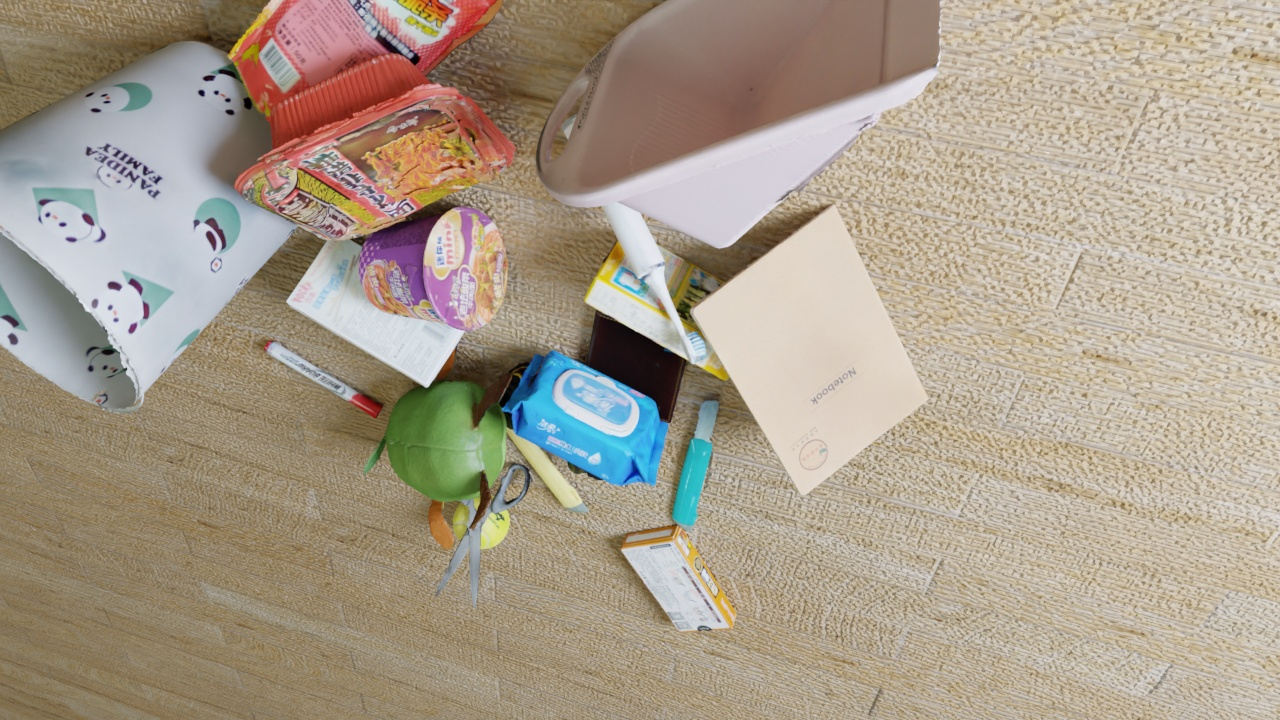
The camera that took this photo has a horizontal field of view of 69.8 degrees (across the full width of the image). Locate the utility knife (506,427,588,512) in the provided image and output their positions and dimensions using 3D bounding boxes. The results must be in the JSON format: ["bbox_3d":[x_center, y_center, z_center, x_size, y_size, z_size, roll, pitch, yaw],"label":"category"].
[{"bbox_3d":[-0.111,0.111,1.014,0.031,0.018,0.165,-22,118,28],"label":"utility knife"}]

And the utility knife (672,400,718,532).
[{"bbox_3d":[0.058,0.112,0.952,0.029,0.013,0.206,18,134,9],"label":"utility knife"}]

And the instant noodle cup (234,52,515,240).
[{"bbox_3d":[-0.209,-0.172,0.732,0.189,0.164,0.079,-21,80,6],"label":"instant noodle cup"}]

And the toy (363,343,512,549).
[{"bbox_3d":[-0.198,0.082,0.940,0.247,0.089,0.227,2,88,52],"label":"toy"}]

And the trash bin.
[{"bbox_3d":[-0.419,-0.123,0.767,0.230,0.251,0.230,21,142,17],"label":"trash bin"}]

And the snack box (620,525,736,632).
[{"bbox_3d":[0.046,0.257,1.065,0.075,0.026,0.154,-15,120,31],"label":"snack box"}]

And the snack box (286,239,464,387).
[{"bbox_3d":[-0.253,-0.049,0.898,0.157,0.084,0.027,31,169,-4],"label":"snack box"}]

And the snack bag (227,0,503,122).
[{"bbox_3d":[-0.221,-0.262,0.721,0.208,0.073,0.128,-33,121,25],"label":"snack bag"}]

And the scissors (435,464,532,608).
[{"bbox_3d":[-0.184,0.182,1.034,0.159,0.014,0.174,-30,79,5],"label":"scissors"}]

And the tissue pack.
[{"bbox_3d":[-0.045,0.054,0.868,0.157,0.094,0.052,28,128,-4],"label":"tissue pack"}]

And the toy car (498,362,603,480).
[{"bbox_3d":[-0.080,0.066,0.949,0.156,0.041,0.071,38,131,-9],"label":"toy car"}]

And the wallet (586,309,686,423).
[{"bbox_3d":[-0.005,0.005,0.889,0.096,0.020,0.123,18,134,6],"label":"wallet"}]

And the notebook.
[{"bbox_3d":[0.147,-0.003,0.766,0.147,0.008,0.208,-36,115,-7],"label":"notebook"}]

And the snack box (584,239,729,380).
[{"bbox_3d":[0.030,-0.050,0.784,0.140,0.086,0.034,27,131,-2],"label":"snack box"}]

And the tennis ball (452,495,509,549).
[{"bbox_3d":[-0.186,0.188,1.073,0.065,0.065,0.066,11,130,13],"label":"tennis ball"}]

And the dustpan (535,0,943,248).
[{"bbox_3d":[0.048,-0.192,0.576,0.138,0.222,0.274,26,140,-16],"label":"dustpan"}]

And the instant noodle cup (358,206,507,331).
[{"bbox_3d":[-0.193,-0.082,0.837,0.099,0.111,0.112,2,128,29],"label":"instant noodle cup"}]

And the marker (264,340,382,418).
[{"bbox_3d":[-0.359,0.021,1.038,0.145,0.017,0.017,32,131,-6],"label":"marker"}]

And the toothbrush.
[{"bbox_3d":[-0.004,-0.097,0.737,0.221,0.026,0.027,63,164,3],"label":"toothbrush"}]
